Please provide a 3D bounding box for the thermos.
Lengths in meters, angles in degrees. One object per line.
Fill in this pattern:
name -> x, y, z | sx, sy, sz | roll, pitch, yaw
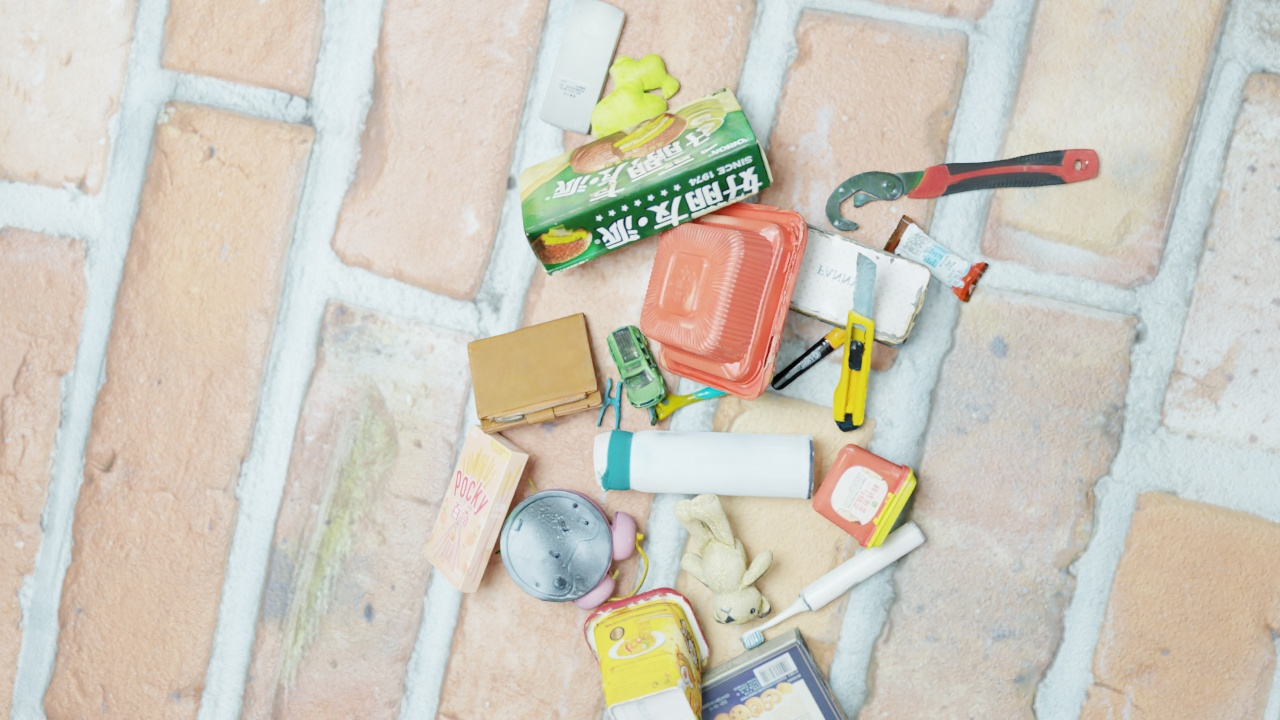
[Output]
thermos -> 0.063, 0.104, 0.947 | 0.224, 0.073, 0.073 | 2, 93, 5

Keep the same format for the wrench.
wrench -> 0.324, -0.181, 0.933 | 0.273, 0.016, 0.056 | -10, 93, 6

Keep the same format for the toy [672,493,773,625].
toy -> 0.081, 0.205, 0.941 | 0.105, 0.066, 0.157 | -15, 109, 25

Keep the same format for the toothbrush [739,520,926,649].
toothbrush -> 0.198, 0.237, 0.961 | 0.221, 0.027, 0.026 | -34, 51, 6

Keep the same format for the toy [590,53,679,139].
toy -> -0.006, -0.266, 0.951 | 0.096, 0.031, 0.100 | -7, 94, -4

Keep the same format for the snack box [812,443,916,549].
snack box -> 0.224, 0.134, 0.929 | 0.080, 0.082, 0.091 | 30, 94, 13

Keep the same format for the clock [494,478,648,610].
clock -> -0.067, 0.199, 0.968 | 0.158, 0.059, 0.117 | 26, 94, 5

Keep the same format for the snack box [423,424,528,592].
snack box -> -0.175, 0.154, 0.967 | 0.084, 0.026, 0.157 | 26, 97, 47

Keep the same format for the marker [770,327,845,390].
marker -> 0.187, -0.010, 0.955 | 0.124, 0.015, 0.018 | -39, 88, 6

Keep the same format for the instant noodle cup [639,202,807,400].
instant noodle cup -> 0.071, -0.068, 0.892 | 0.079, 0.165, 0.189 | 12, 93, -38

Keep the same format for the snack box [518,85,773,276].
snack box -> -0.001, -0.178, 0.909 | 0.240, 0.114, 0.063 | -20, 132, 7

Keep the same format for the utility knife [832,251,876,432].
utility knife -> 0.208, -0.011, 0.892 | 0.033, 0.015, 0.217 | 10, 130, 18

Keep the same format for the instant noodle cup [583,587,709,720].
instant noodle cup -> 0.009, 0.312, 0.918 | 0.116, 0.123, 0.116 | -18, 118, 6

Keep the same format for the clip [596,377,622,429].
clip -> -0.031, 0.046, 0.979 | 0.041, 0.014, 0.056 | 11, 95, 4

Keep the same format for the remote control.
remote control -> -0.061, -0.308, 0.961 | 0.056, 0.019, 0.135 | 18, 94, 4

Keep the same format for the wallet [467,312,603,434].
wallet -> -0.112, 0.013, 0.963 | 0.132, 0.031, 0.107 | -15, 68, 5

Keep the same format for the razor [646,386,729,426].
razor -> 0.068, 0.031, 0.962 | 0.133, 0.028, 0.043 | -19, 61, 9

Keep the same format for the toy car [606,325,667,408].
toy car -> -0.006, 0.006, 0.957 | 0.043, 0.036, 0.091 | -25, 73, 4

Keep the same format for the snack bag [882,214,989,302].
snack bag -> 0.301, -0.103, 0.934 | 0.104, 0.026, 0.048 | 30, 100, 4

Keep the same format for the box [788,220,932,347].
box -> 0.204, -0.077, 0.918 | 0.184, 0.060, 0.090 | 24, 93, 9

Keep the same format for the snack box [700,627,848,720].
snack box -> 0.129, 0.404, 0.966 | 0.178, 0.045, 0.182 | -28, 90, 6
